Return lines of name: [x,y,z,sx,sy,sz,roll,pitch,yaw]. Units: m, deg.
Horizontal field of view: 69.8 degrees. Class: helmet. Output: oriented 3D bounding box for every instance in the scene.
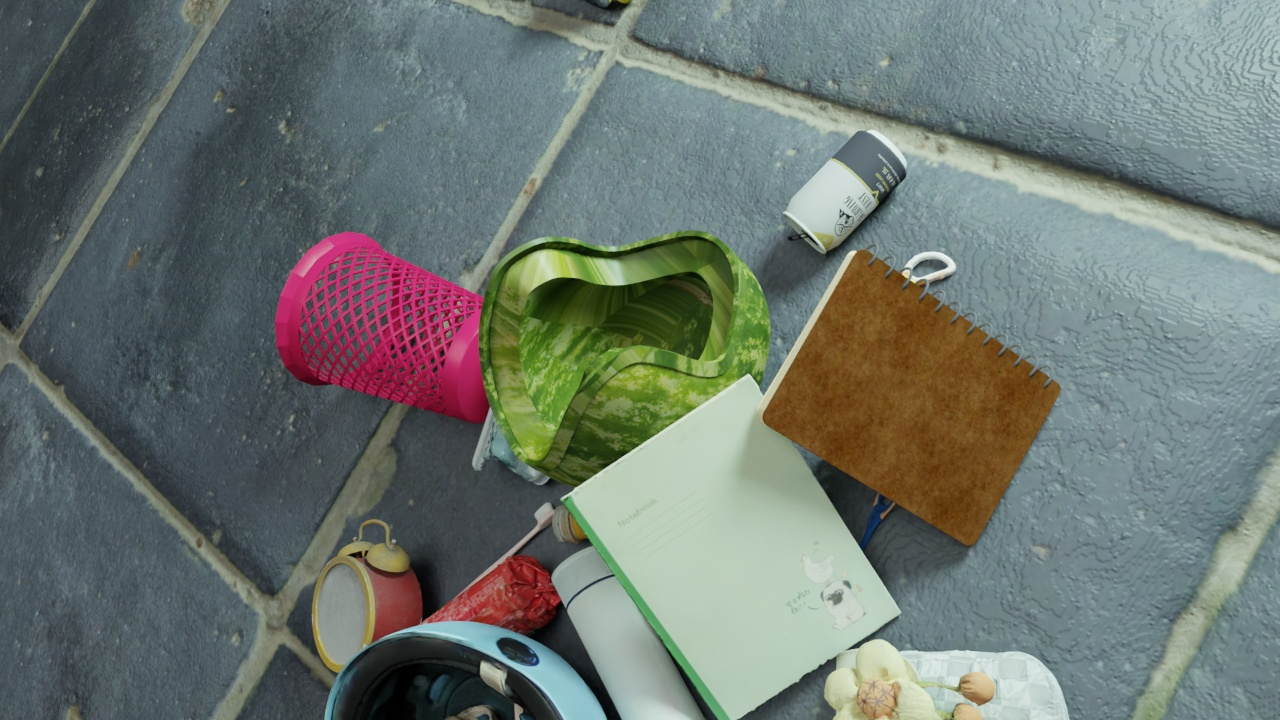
helmet: [-0.144,0.342,0.815,0.265,0.166,0.226,35,100,6]
helmet: [-0.005,0.005,0.832,0.213,0.246,0.244,48,140,38]

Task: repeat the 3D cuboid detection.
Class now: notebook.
notebook: [0.223,0.029,0.746,0.167,0.225,0.024,-60,16,-2]
notebook: [0.079,0.162,0.753,0.182,0.010,0.252,-33,103,0]

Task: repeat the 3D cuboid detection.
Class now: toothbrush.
toothbrush: [0.213,0.129,0.807,0.021,0.017,0.135,31,88,38]
toothbrush: [-0.155,0.216,0.968,0.181,0.015,0.018,-44,52,7]

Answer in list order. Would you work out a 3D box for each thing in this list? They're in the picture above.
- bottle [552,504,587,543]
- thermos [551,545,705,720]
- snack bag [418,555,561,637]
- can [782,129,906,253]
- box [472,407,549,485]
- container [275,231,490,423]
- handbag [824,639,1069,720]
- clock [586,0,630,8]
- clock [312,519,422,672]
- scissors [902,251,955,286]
bottle: [0.004,0.149,0.887,0.186,0.053,0.053,-11,68,23]
thermos: [-0.005,0.280,0.839,0.068,0.068,0.230,-40,60,10]
snack bag: [-0.161,0.263,0.915,0.176,0.082,0.082,-38,60,12]
can: [0.194,-0.159,0.889,0.127,0.064,0.064,-46,59,6]
box: [-0.128,0.016,0.950,0.108,0.109,0.216,23,93,46]
container: [-0.253,-0.025,1.020,0.226,0.183,0.183,19,82,23]
handbag: [0.229,0.269,0.690,0.172,0.123,0.112,-8,54,24]
clock: [-0.048,-0.472,1.112,0.119,0.083,0.057,35,84,34]
clock: [-0.283,0.250,0.980,0.117,0.081,0.158,-8,78,43]
scissors: [0.241,-0.063,0.863,0.129,0.011,0.125,-45,60,5]
